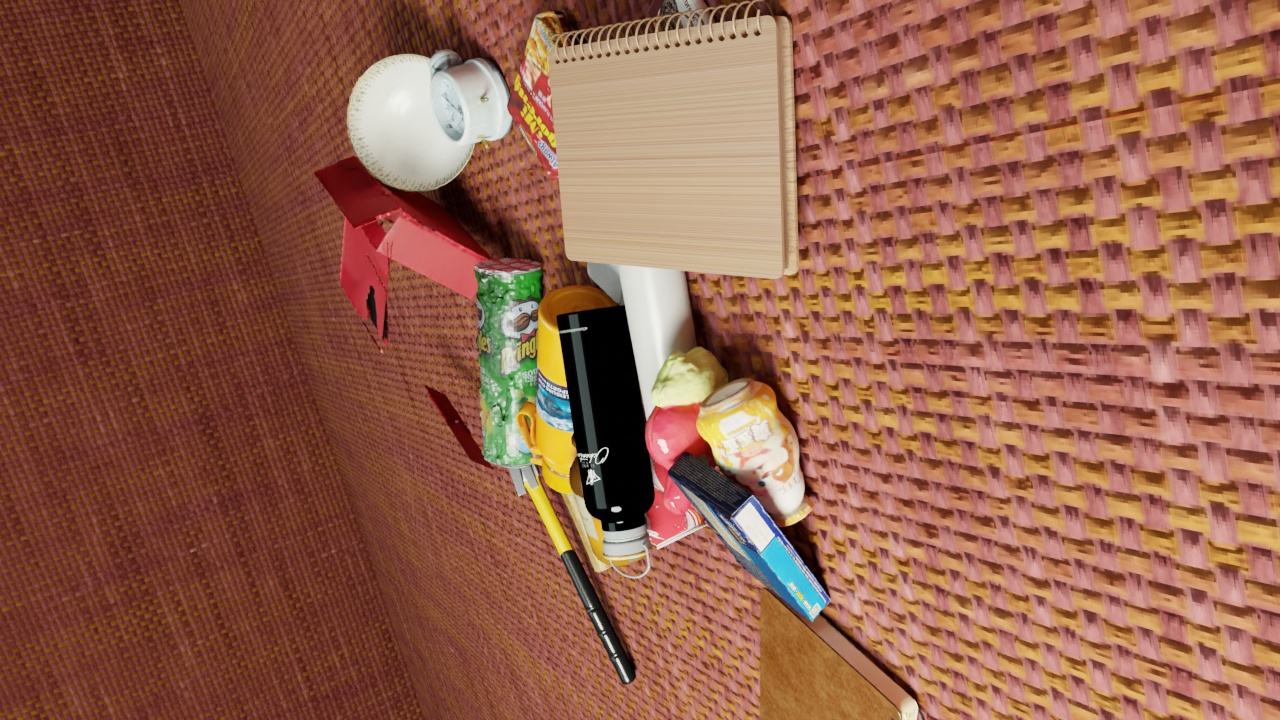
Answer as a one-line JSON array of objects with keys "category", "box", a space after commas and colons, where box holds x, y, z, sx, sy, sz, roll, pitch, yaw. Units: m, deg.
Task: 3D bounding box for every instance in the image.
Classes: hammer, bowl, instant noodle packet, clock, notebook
[{"category": "hammer", "box": [-0.084, 0.244, 1.116, 0.323, 0.029, 0.127, 64, 179, 1]}, {"category": "bowl", "box": [-0.244, -0.264, 1.017, 0.063, 0.145, 0.145, -74, -26, -70]}, {"category": "instant noodle packet", "box": [-0.071, -0.225, 0.790, 0.098, 0.039, 0.136, 56, 150, 10]}, {"category": "clock", "box": [-0.180, -0.268, 0.935, 0.117, 0.057, 0.083, 41, 142, 32]}, {"category": "notebook", "box": [0.158, 0.313, 0.756, 0.167, 0.024, 0.226, 36, 139, 49]}, {"category": "notebook", "box": [0.015, -0.148, 0.635, 0.211, 0.022, 0.169, 11, 111, 44]}, {"category": "hammer", "box": [-0.108, 0.093, 1.087, 0.330, 0.033, 0.132, 65, 152, 6]}]

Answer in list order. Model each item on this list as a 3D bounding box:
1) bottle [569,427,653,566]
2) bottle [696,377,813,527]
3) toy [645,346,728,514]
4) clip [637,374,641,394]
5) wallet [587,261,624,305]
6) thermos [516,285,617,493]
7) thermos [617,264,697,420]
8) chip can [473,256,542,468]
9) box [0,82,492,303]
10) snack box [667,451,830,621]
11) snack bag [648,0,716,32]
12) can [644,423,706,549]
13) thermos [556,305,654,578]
[{"category": "bottle", "box": [-0.033, 0.124, 0.906, 0.068, 0.067, 0.157, 29, 141, 52]}, {"category": "bottle", "box": [0.088, 0.069, 0.677, 0.109, 0.063, 0.063, 60, 154, -10]}, {"category": "toy", "box": [0.040, 0.056, 0.720, 0.045, 0.091, 0.135, 14, 112, 48]}, {"category": "clip", "box": [-0.004, 0.006, 0.827, 0.044, 0.054, 0.050, -124, 51, -63]}, {"category": "wallet", "box": [-0.027, -0.110, 0.795, 0.086, 0.032, 0.116, 40, 141, 47]}, {"category": "thermos", "box": [-0.072, 0.034, 0.924, 0.091, 0.076, 0.233, 34, 139, 26]}, {"category": "thermos", "box": [0.017, -0.027, 0.748, 0.052, 0.052, 0.224, 20, 126, 56]}, {"category": "chip can", "box": [-0.140, 0.005, 0.996, 0.075, 0.075, 0.223, 24, 119, 54]}, {"category": "box", "box": [-0.422, -0.157, 0.974, 0.215, 0.509, 0.141, 44, 120, 50]}, {"category": "snack box", "box": [0.084, 0.135, 0.697, 0.082, 0.027, 0.150, 29, 161, 50]}, {"category": "snack bag", "box": [0.049, -0.191, 0.620, 0.158, 0.013, 0.057, 64, 151, 10]}, {"category": "can", "box": [0.015, 0.113, 0.837, 0.104, 0.064, 0.064, 63, 152, 12]}, {"category": "thermos", "box": [-0.024, 0.071, 0.780, 0.061, 0.061, 0.231, -3, 96, 62]}]
